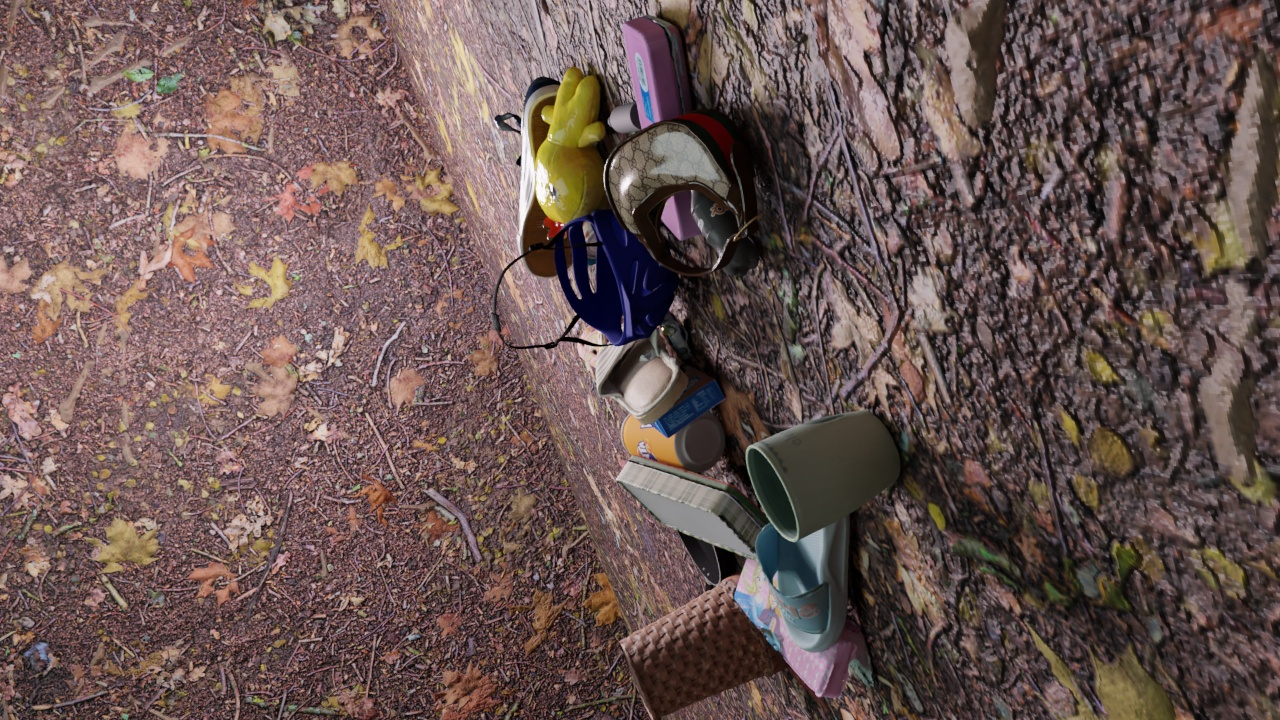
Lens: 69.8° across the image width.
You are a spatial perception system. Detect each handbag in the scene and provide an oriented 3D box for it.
[{"bbox_3d":[0.042,-0.144,0.813,0.167,0.063,0.138,-11,105,53],"label":"handbag"}]

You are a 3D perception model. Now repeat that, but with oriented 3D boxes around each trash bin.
[{"bbox_3d":[0.087,0.419,1.325,0.151,0.210,0.151,157,90,-78],"label":"trash bin"}]

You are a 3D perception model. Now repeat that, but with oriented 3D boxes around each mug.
[{"bbox_3d":[0.147,0.089,0.759,0.084,0.104,0.111,67,167,1],"label":"mug"}]

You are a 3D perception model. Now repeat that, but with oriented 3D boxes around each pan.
[{"bbox_3d":[0.100,0.301,1.469,0.225,0.034,0.357,-139,29,-63],"label":"pan"}]

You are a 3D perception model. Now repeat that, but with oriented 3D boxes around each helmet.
[{"bbox_3d":[-0.072,-0.092,1.071,0.241,0.227,0.148,-126,26,-57],"label":"helmet"}]

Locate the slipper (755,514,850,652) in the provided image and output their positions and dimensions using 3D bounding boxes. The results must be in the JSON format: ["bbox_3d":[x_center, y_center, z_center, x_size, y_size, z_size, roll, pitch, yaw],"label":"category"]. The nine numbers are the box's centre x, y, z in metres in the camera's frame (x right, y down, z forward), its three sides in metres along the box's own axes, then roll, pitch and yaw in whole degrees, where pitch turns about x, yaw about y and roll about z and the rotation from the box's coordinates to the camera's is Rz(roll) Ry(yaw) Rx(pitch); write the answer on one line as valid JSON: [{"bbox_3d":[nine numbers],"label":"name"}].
[{"bbox_3d":[0.157,0.195,0.926,0.104,0.074,0.246,-123,24,-51],"label":"slipper"}]

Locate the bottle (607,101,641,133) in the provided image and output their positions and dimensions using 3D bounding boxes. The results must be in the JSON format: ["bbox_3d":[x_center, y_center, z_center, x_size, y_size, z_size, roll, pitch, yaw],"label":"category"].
[{"bbox_3d":[-0.014,-0.261,0.989,0.113,0.030,0.030,-149,38,-69],"label":"bottle"}]

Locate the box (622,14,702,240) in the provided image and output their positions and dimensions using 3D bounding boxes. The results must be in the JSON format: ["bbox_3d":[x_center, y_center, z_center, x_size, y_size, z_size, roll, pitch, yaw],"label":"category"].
[{"bbox_3d":[0.028,-0.220,0.884,0.076,0.036,0.214,-123,16,-52],"label":"box"}]

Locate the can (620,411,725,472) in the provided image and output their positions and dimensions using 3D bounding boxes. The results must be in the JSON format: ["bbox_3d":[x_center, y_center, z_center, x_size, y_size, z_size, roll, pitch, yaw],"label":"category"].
[{"bbox_3d":[0.040,0.100,1.197,0.143,0.079,0.079,1,114,57],"label":"can"}]

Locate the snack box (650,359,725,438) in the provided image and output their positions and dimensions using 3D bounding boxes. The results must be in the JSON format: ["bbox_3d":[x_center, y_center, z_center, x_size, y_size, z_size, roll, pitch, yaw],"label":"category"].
[{"bbox_3d":[0.038,0.044,1.158,0.034,0.087,0.151,59,170,-19],"label":"snack box"}]

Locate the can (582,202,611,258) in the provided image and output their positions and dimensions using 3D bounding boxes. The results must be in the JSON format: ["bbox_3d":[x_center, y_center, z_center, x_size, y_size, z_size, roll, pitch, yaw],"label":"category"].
[{"bbox_3d":[-0.062,-0.186,1.231,0.076,0.067,0.067,61,166,25],"label":"can"}]

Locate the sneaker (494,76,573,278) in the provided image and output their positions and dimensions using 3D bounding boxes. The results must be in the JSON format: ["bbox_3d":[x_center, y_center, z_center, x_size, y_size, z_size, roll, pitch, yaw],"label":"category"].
[{"bbox_3d":[-0.136,-0.258,1.288,0.127,0.120,0.295,-113,22,-50],"label":"sneaker"}]

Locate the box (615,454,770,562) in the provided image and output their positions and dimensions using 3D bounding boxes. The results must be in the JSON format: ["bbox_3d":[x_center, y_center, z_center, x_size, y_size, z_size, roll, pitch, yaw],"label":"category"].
[{"bbox_3d":[0.068,0.180,1.146,0.206,0.050,0.117,7,145,53],"label":"box"}]

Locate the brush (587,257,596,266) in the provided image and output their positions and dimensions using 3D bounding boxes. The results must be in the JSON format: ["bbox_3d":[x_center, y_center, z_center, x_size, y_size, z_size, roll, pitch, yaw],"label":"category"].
[{"bbox_3d":[-0.093,-0.206,1.361,0.075,0.055,0.136,-11,102,55],"label":"brush"}]

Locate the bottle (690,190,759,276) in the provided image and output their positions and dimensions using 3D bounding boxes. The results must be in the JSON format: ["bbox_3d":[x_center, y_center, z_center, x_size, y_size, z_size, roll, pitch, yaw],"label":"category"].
[{"bbox_3d":[0.072,-0.128,0.848,0.036,0.036,0.110,96,149,-65],"label":"bottle"}]

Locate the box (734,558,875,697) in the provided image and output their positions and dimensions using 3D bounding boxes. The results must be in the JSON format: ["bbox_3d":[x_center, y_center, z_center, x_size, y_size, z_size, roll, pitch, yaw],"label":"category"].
[{"bbox_3d":[0.195,0.300,1.073,0.230,0.077,0.084,-145,72,-68],"label":"box"}]

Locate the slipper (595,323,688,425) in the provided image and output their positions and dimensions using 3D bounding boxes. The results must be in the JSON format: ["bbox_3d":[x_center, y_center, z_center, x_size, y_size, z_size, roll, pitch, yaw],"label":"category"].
[{"bbox_3d":[-0.007,0.007,1.165,0.054,0.114,0.272,35,-173,-22],"label":"slipper"}]

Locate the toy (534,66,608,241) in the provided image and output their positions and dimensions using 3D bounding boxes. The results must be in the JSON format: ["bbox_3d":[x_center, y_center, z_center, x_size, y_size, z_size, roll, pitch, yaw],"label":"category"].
[{"bbox_3d":[-0.083,-0.253,1.139,0.134,0.092,0.208,45,141,49],"label":"toy"}]

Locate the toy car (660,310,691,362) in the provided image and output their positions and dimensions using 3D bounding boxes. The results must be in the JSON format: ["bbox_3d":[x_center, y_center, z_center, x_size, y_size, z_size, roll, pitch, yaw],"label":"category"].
[{"bbox_3d":[0.043,-0.034,1.143,0.038,0.027,0.090,57,180,44],"label":"toy car"}]

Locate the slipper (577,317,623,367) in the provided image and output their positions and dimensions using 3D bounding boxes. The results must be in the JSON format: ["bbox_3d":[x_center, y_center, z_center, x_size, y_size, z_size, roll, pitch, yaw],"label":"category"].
[{"bbox_3d":[-0.028,-0.025,1.359,0.197,0.093,0.082,-139,49,-59],"label":"slipper"}]
